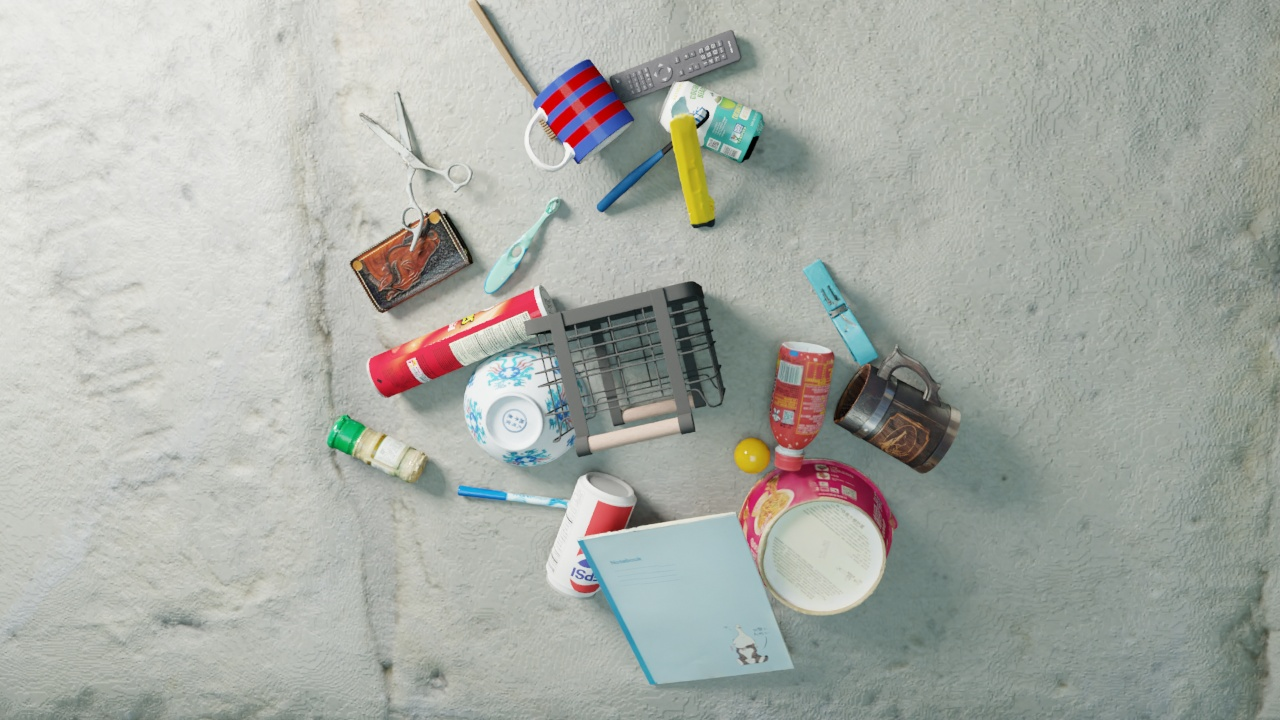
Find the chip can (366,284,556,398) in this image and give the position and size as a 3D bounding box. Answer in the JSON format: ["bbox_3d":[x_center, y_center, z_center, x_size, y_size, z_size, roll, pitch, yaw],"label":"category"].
[{"bbox_3d":[-0.198,-0.020,1.020,0.215,0.051,0.052,-22,100,9],"label":"chip can"}]

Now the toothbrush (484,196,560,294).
[{"bbox_3d":[-0.131,-0.125,1.008,0.022,0.017,0.135,39,102,-5],"label":"toothbrush"}]

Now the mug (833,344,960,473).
[{"bbox_3d":[0.281,0.048,0.976,0.107,0.079,0.116,29,125,-1],"label":"mug"}]

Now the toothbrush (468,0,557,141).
[{"bbox_3d":[-0.132,-0.306,0.969,0.016,0.016,0.167,-31,99,10],"label":"toothbrush"}]

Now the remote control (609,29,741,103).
[{"bbox_3d":[0.036,-0.304,0.956,0.136,0.015,0.032,-18,101,11],"label":"remote control"}]

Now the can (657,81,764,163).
[{"bbox_3d":[0.073,-0.246,0.945,0.101,0.055,0.055,23,103,-1],"label":"can"}]

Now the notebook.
[{"bbox_3d":[0.055,0.275,1.030,0.181,0.009,0.253,-12,122,17],"label":"notebook"}]

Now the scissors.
[{"bbox_3d":[-0.254,-0.204,0.993,0.141,0.014,0.162,21,97,6],"label":"scissors"}]

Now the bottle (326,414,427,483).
[{"bbox_3d":[-0.303,0.103,1.061,0.111,0.043,0.043,26,103,-2],"label":"bottle"}]

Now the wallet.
[{"bbox_3d":[-0.255,-0.110,1.020,0.123,0.019,0.072,-28,95,10],"label":"wallet"}]

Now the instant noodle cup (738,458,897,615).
[{"bbox_3d":[0.199,0.206,1.025,0.179,0.077,0.179,1,103,4],"label":"instant noodle cup"}]

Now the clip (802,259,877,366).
[{"bbox_3d":[0.219,-0.046,0.995,0.031,0.121,0.130,-32,67,13],"label":"clip"}]

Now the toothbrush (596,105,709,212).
[{"bbox_3d":[0.009,-0.205,0.949,0.014,0.014,0.168,24,135,-37],"label":"toothbrush"}]

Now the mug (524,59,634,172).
[{"bbox_3d":[-0.072,-0.244,0.939,0.111,0.075,0.076,-39,98,-13],"label":"mug"}]

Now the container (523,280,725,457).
[{"bbox_3d":[-0.005,0.005,0.920,0.163,0.241,0.130,-13,91,7],"label":"container"}]

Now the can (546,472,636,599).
[{"bbox_3d":[-0.057,0.200,1.048,0.070,0.070,0.132,21,103,0],"label":"can"}]

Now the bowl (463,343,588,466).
[{"bbox_3d":[-0.134,0.059,1.020,0.144,0.074,0.144,1,103,4],"label":"bowl"}]

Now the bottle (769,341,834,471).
[{"bbox_3d":[0.171,0.052,1.001,0.062,0.062,0.138,9,103,2],"label":"bottle"}]

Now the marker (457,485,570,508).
[{"bbox_3d":[-0.144,0.162,1.076,0.142,0.013,0.013,7,103,3],"label":"marker"}]

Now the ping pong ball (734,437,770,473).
[{"bbox_3d":[0.125,0.107,1.028,0.040,0.040,0.040,1,103,4],"label":"ping pong ball"}]

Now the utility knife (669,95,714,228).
[{"bbox_3d":[0.053,-0.197,0.935,0.030,0.017,0.165,-17,141,1],"label":"utility knife"}]
